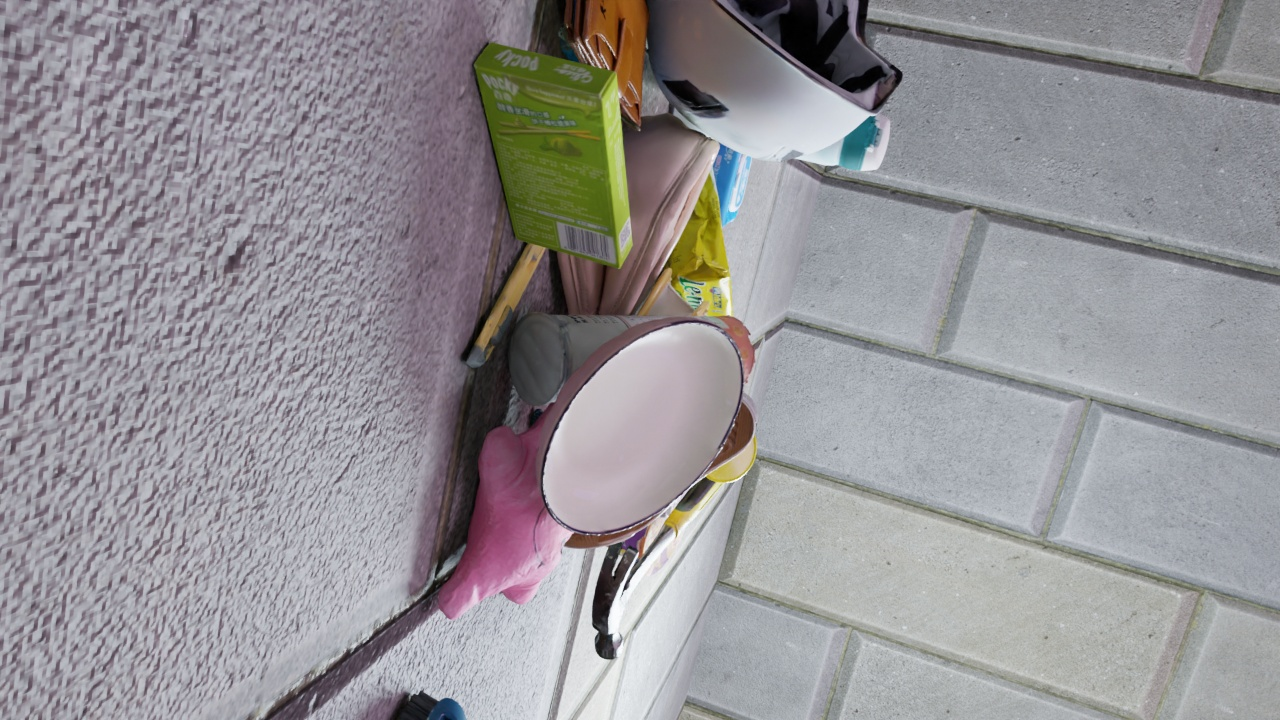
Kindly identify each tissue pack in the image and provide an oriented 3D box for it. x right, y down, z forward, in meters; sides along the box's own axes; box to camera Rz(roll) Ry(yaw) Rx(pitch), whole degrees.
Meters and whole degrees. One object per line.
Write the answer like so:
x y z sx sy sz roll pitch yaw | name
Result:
0.111 -0.244 1.195 0.094 0.052 0.157 -42 146 -66 | tissue pack

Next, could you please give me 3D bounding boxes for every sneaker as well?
0.008 0.099 0.891 0.241 0.118 0.087 -34 -176 12 | sneaker

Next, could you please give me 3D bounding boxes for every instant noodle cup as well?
-0.010 0.178 1.062 0.111 0.099 0.112 -44 145 -42 | instant noodle cup

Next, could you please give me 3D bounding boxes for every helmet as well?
0.094 -0.267 0.799 0.146 0.229 0.258 -43 -143 39 | helmet

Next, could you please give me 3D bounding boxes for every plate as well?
-0.004 0.046 0.704 0.192 0.039 0.193 -24 134 -28 | plate

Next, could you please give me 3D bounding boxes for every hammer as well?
0.044 0.175 1.014 0.322 0.032 0.126 -44 144 -43 | hammer

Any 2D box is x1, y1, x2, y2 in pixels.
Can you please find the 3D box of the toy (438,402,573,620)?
-0.085 0.113 0.748 0.178 0.075 0.194 10 98 -63 | toy

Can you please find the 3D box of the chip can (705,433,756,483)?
0.044 0.084 1.018 0.214 0.072 0.072 7 -101 66 | chip can

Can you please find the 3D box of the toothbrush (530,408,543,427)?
-0.096 0.125 0.851 0.016 0.018 0.192 -25 134 -40 | toothbrush

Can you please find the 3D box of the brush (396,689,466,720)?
-0.165 0.324 0.679 0.055 0.073 0.143 70 38 -60 | brush

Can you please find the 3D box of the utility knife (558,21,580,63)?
-0.033 -0.228 0.702 0.165 0.018 0.034 0 106 -75 | utility knife

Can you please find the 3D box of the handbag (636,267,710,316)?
-0.005 0.005 0.908 0.178 0.063 0.163 -54 179 -7 | handbag

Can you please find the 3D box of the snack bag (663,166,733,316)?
0.063 -0.096 1.049 0.247 0.068 0.157 82 1 -57 | snack bag

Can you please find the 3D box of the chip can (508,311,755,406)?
0.000 -0.004 0.756 0.214 0.071 0.071 -3 111 -42 | chip can

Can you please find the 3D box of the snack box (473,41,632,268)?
-0.052 -0.127 0.596 0.157 0.086 0.026 84 27 -56 | snack box

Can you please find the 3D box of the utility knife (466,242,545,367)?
-0.093 -0.055 0.675 0.031 0.018 0.151 93 13 -61 | utility knife

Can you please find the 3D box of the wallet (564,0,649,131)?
-0.024 -0.235 0.651 0.130 0.035 0.119 37 52 -71 | wallet

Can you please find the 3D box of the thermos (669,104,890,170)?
0.146 -0.248 0.961 0.073 0.224 0.073 17 89 -77 | thermos

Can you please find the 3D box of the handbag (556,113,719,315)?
-0.014 -0.091 0.838 0.192 0.093 0.235 -60 169 -47 | handbag
